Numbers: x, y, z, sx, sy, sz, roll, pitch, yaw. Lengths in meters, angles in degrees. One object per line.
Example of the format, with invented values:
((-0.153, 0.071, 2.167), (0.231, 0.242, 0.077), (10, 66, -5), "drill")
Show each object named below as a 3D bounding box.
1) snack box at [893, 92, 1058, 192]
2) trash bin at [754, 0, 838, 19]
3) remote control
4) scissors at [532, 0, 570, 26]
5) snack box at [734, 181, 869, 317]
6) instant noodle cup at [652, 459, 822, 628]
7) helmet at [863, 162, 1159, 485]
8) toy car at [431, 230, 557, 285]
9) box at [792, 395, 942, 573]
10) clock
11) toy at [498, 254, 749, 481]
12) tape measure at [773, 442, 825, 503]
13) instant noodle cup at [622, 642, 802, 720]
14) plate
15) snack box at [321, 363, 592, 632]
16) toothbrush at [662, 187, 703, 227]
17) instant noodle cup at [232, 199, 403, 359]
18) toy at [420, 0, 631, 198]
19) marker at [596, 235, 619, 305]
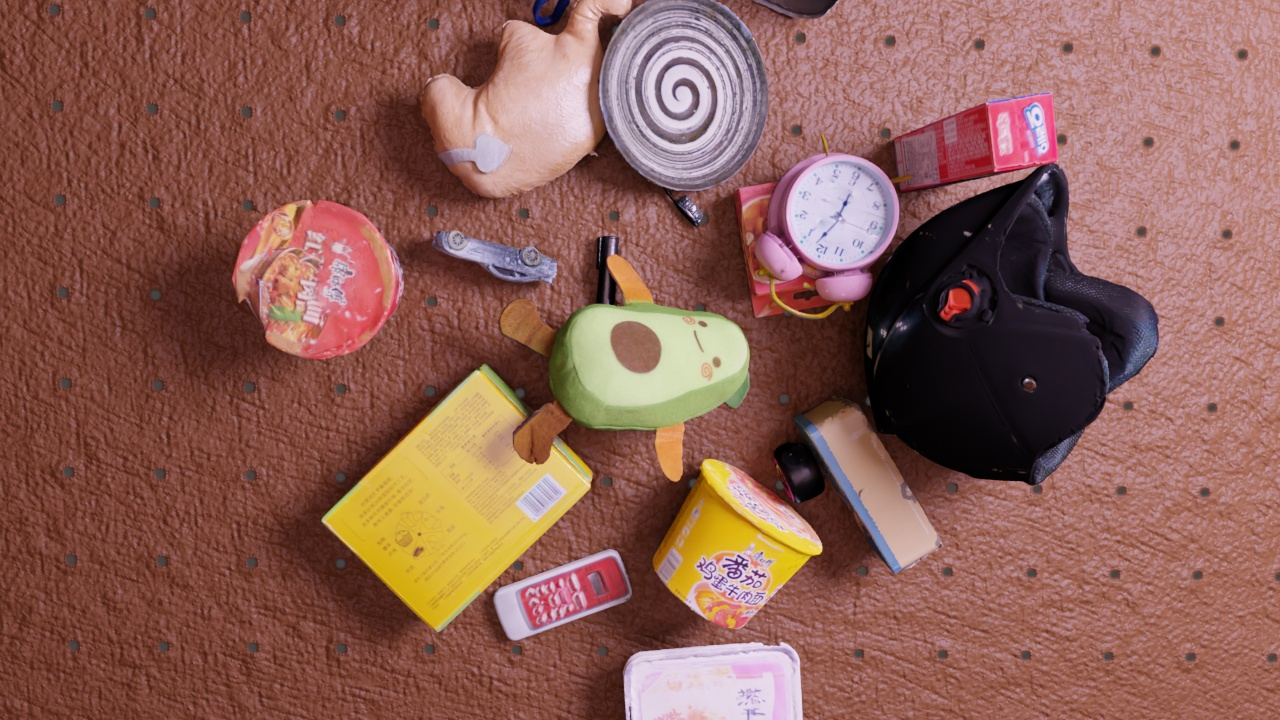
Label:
((0.285, -0.187, 0.805), (0.057, 0.207, 0.058), (-10, 97, -4), "snack box")
((0.130, -0.455, 0.787), (0.199, 0.198, 0.219), (23, 88, -4), "trash bin")
((-0.078, 0.236, 0.924), (0.136, 0.020, 0.056), (-19, 97, -1), "remote control")
((-0.045, -0.347, 0.815), (0.163, 0.175, 0.012), (-24, 82, 40), "scissors")
((0.157, -0.112, 0.887), (0.113, 0.044, 0.127), (-11, 96, -1), "snack box")
((0.086, 0.178, 0.874), (0.138, 0.138, 0.110), (33, 101, -5), "instant noodle cup")
((0.311, -0.027, 0.808), (0.231, 0.232, 0.275), (-2, 98, 37), "helmet")
((-0.138, -0.098, 0.873), (0.120, 0.054, 0.037), (15, 93, -3), "toy car")
((0.215, 0.112, 0.890), (0.059, 0.090, 0.184), (-34, 93, 2), "box")
((0.170, -0.115, 0.834), (0.117, 0.060, 0.158), (24, 95, -3), "clock")
((-0.005, 0.005, 0.852), (0.246, 0.090, 0.226), (-8, 77, -20), "toy")
((0.158, 0.109, 0.902), (0.039, 0.057, 0.058), (-23, 87, -1), "tape measure")
((0.071, 0.344, 0.920), (0.173, 0.060, 0.138), (-4, 95, -3), "instant noodle cup")
((0.041, -0.250, 0.861), (0.179, 0.024, 0.179), (-4, 101, -24), "plate")
((-0.173, 0.129, 0.885), (0.210, 0.070, 0.157), (-44, 95, 2), "snack box")
((0.001, -0.206, 0.889), (0.016, 0.014, 0.189), (-39, 95, -6), "toothbrush")
((-0.281, -0.075, 0.842), (0.138, 0.108, 0.138), (0, 95, -2), "instant noodle cup")
((-0.088, -0.246, 0.848), (0.226, 0.082, 0.143), (-37, 109, -1), "toy")
((-0.035, -0.056, 0.897), (0.022, 0.020, 0.132), (2, 96, -29), "marker")
